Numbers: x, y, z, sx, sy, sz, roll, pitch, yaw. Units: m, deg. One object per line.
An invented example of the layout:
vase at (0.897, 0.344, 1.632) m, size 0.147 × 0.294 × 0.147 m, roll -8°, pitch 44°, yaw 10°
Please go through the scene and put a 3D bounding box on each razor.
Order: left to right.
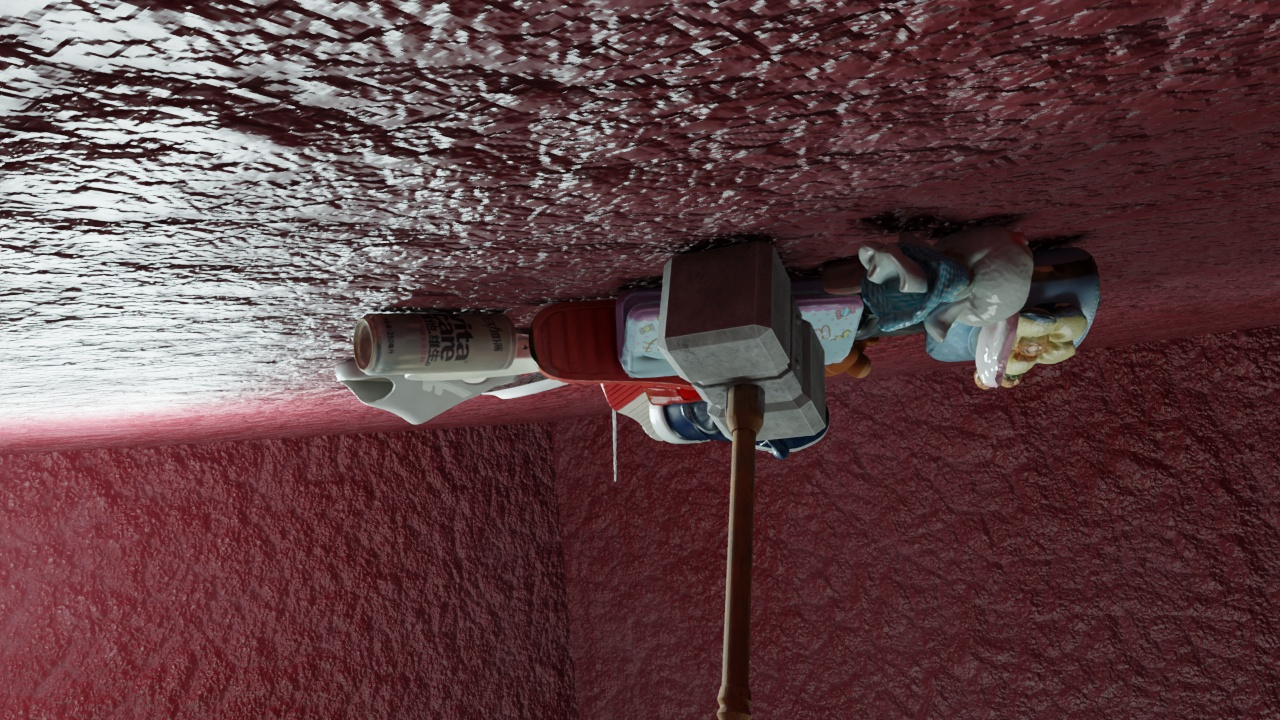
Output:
razor at (0.261, -0.053, 0.942) m, size 0.140 × 0.053 × 0.064 m, roll -6°, pitch 169°, yaw -29°

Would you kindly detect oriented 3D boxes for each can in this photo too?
can at (-0.180, -0.015, 0.813) m, size 0.135 × 0.054 × 0.054 m, roll -2°, pitch 173°, yaw -37°

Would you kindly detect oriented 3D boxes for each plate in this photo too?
plate at (-0.174, -0.005, 1.036) m, size 0.182 × 0.034 × 0.182 m, roll -6°, pitch 175°, yaw -1°
plate at (-0.138, 0.029, 1.314) m, size 0.188 × 0.016 × 0.188 m, roll -14°, pitch -176°, yaw 1°

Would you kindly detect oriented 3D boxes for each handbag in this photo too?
handbag at (0.210, -0.074, 0.799) m, size 0.055 × 0.029 × 0.119 m, roll -6°, pitch -179°, yaw 42°
handbag at (0.333, -0.035, 0.846) m, size 0.122 × 0.118 × 0.192 m, roll -6°, pitch 169°, yaw -2°

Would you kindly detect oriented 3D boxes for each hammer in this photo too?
hammer at (0.071, 0.092, 0.639) m, size 0.083 × 0.316 × 0.163 m, roll -8°, pitch 147°, yaw 23°

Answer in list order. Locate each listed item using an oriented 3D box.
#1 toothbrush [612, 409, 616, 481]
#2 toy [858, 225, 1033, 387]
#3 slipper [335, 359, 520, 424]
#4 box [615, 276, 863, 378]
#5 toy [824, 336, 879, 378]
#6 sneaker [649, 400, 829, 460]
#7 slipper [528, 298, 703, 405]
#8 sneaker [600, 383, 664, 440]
toothbrush at (-0.041, 0.078, 1.281) m, size 0.010 × 0.181 × 0.010 m, roll -5°, pitch 171°, yaw 23°
toy at (0.228, -0.066, 0.675) m, size 0.106 × 0.131 × 0.205 m, roll -44°, pitch 147°, yaw 26°
slipper at (-0.257, 0.039, 1.167) m, size 0.113 × 0.080 × 0.265 m, roll -6°, pitch 176°, yaw 36°
box at (0.085, -0.027, 0.802) m, size 0.214 × 0.078 × 0.065 m, roll -4°, pitch -156°, yaw -14°
toy at (0.219, -0.028, 0.991) m, size 0.127 × 0.095 × 0.065 m, roll -37°, pitch 160°, yaw -43°
sneaker at (0.155, 0.061, 1.079) m, size 0.294 × 0.120 × 0.127 m, roll 6°, pitch 167°, yaw -45°
slipper at (0.019, -0.009, 0.854) m, size 0.248 × 0.103 × 0.059 m, roll 2°, pitch 159°, yaw -11°
sneaker at (-0.006, 0.007, 1.103) m, size 0.090 × 0.104 × 0.236 m, roll -36°, pitch 149°, yaw 4°
